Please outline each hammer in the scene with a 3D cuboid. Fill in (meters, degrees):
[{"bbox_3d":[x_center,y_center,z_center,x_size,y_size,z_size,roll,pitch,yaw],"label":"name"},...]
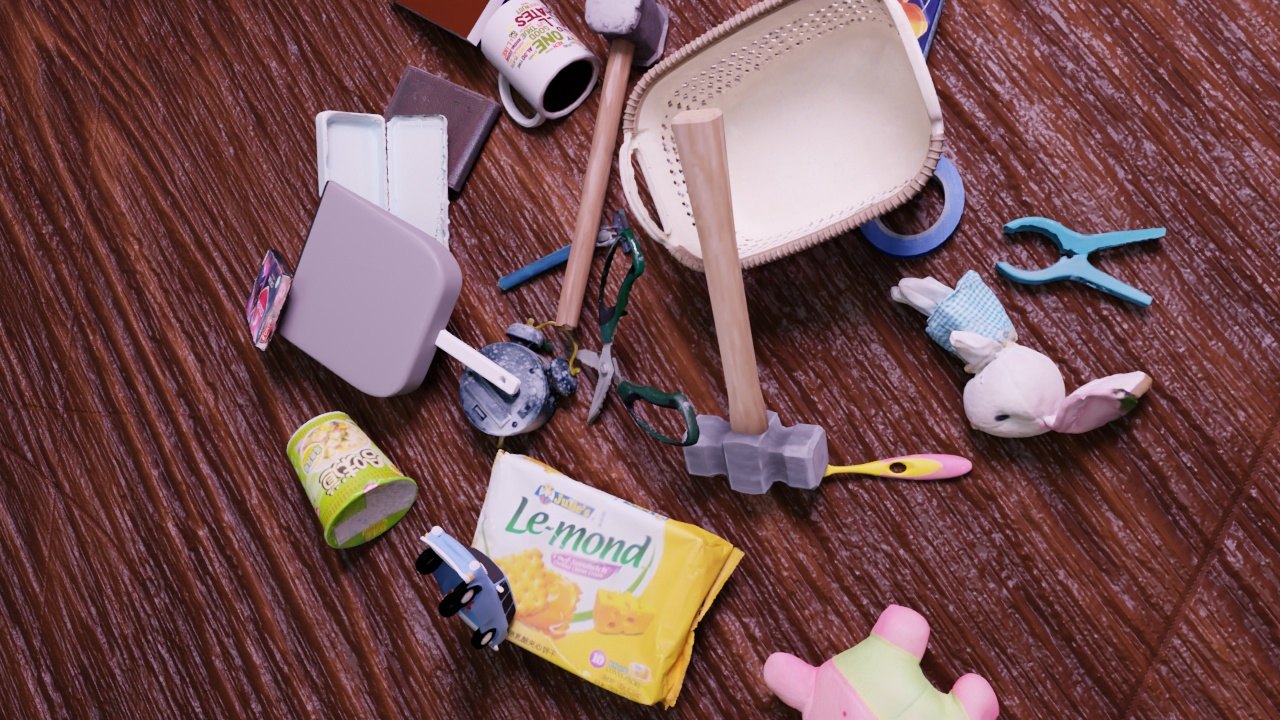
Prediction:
[{"bbox_3d":[0.072,-0.036,0.725,0.117,0.051,0.323,4,122,28],"label":"hammer"},{"bbox_3d":[-0.035,-0.189,0.843,0.052,0.098,0.328,11,91,17],"label":"hammer"}]

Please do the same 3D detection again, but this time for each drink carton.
[{"bbox_3d":[0.217,-0.270,0.796,0.064,0.040,0.130,18,91,19],"label":"drink carton"}]

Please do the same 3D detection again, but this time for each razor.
[{"bbox_3d":[-0.075,-0.100,0.885,0.144,0.022,0.042,-22,78,15],"label":"razor"}]

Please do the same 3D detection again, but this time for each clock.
[{"bbox_3d":[-0.113,0.018,0.870,0.129,0.052,0.090,-46,74,10],"label":"clock"}]

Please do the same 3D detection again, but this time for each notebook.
[{"bbox_3d":[-0.157,-0.429,0.909,0.171,0.022,0.209,38,97,37],"label":"notebook"}]

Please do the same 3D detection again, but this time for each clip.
[{"bbox_3d":[0.352,-0.069,0.747,0.127,0.028,0.113,21,90,17],"label":"clip"}]

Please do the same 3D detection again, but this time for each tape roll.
[{"bbox_3d":[0.232,-0.136,0.793,0.093,0.016,0.091,-38,76,11],"label":"tape roll"}]

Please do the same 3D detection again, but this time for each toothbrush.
[{"bbox_3d":[0.211,0.092,0.783,0.135,0.016,0.021,-4,82,15],"label":"toothbrush"}]

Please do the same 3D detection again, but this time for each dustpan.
[{"bbox_3d":[-0.220,-0.038,0.860,0.258,0.033,0.163,32,107,19],"label":"dustpan"}]

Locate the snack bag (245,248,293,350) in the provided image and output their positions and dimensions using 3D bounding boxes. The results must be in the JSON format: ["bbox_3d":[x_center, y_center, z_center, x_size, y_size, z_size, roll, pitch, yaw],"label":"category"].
[{"bbox_3d":[-0.376,-0.066,0.929,0.155,0.018,0.074,32,100,58],"label":"snack bag"}]

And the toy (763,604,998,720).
[{"bbox_3d":[0.170,0.316,0.738,0.192,0.096,0.237,46,107,24],"label":"toy"}]

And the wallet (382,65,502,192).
[{"bbox_3d":[-0.212,-0.238,0.935,0.120,0.031,0.099,29,92,20],"label":"wallet"}]

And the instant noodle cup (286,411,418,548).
[{"bbox_3d":[-0.289,0.112,0.902,0.099,0.099,0.108,-47,66,9],"label":"instant noodle cup"}]

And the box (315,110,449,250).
[{"bbox_3d":[-0.252,-0.143,0.904,0.126,0.075,0.197,2,100,9],"label":"box"}]

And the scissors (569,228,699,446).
[{"bbox_3d":[-0.005,0.005,0.793,0.204,0.015,0.202,49,137,36],"label":"scissors"}]

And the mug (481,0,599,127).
[{"bbox_3d":[-0.103,-0.280,0.887,0.089,0.073,0.105,48,128,15],"label":"mug"}]

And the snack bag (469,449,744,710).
[{"bbox_3d":[-0.046,0.193,0.826,0.247,0.068,0.159,20,91,19],"label":"snack bag"}]

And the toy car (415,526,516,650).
[{"bbox_3d":[-0.139,0.187,0.756,0.056,0.154,0.054,35,61,27],"label":"toy car"}]

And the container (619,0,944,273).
[{"bbox_3d":[0.120,-0.182,0.739,0.247,0.142,0.184,-19,93,30],"label":"container"}]

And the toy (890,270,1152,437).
[{"bbox_3d":[0.279,0.003,0.730,0.205,0.130,0.106,38,113,23],"label":"toy"}]
